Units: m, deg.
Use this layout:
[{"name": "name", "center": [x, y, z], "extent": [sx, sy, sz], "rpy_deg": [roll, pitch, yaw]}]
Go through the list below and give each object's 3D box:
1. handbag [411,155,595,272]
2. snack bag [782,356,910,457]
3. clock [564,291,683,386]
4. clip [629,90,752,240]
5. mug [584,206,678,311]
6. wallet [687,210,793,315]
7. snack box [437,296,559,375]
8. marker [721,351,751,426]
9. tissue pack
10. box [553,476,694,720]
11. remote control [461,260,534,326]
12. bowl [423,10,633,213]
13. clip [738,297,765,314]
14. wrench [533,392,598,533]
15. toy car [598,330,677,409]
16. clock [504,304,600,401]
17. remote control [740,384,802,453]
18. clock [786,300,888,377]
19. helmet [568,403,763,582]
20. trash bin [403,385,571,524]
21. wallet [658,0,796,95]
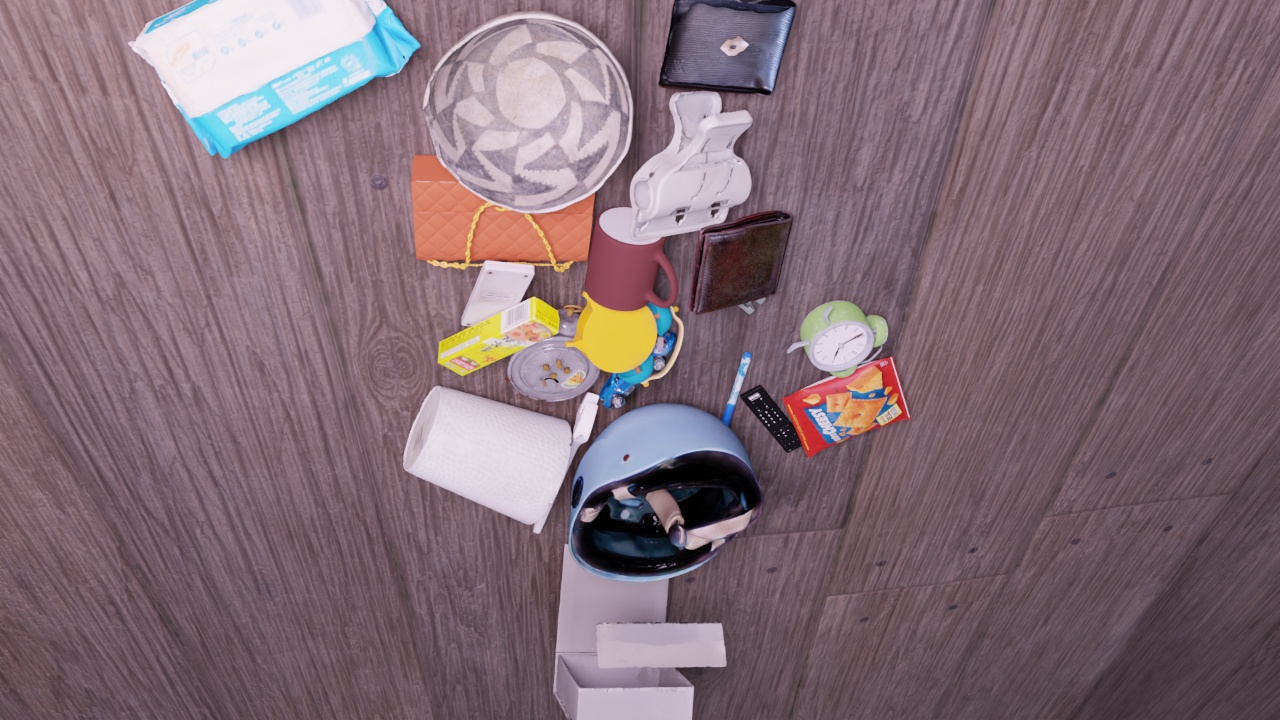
[{"name": "handbag", "center": [-0.136, -0.139, 0.908], "extent": [0.171, 0.060, 0.109], "rpy_deg": [-1, 136, -11]}, {"name": "snack bag", "center": [0.267, 0.060, 1.183], "extent": [0.144, 0.039, 0.131], "rpy_deg": [-22, 133, 9]}, {"name": "clock", "center": [-0.014, -0.027, 1.002], "extent": [0.129, 0.044, 0.099], "rpy_deg": [17, 100, -25]}, {"name": "clip", "center": [0.054, -0.182, 0.881], "extent": [0.124, 0.075, 0.144], "rpy_deg": [-17, 138, -36]}, {"name": "mug", "center": [-0.004, -0.097, 0.944], "extent": [0.073, 0.106, 0.083], "rpy_deg": [-37, 151, -42]}, {"name": "wallet", "center": [0.105, -0.104, 0.976], "extent": [0.119, 0.031, 0.100], "rpy_deg": [-18, 131, -31]}, {"name": "snack box", "center": [-0.156, -0.025, 0.999], "extent": [0.148, 0.028, 0.040], "rpy_deg": [-22, 145, 31]}, {"name": "marker", "center": [0.119, 0.044, 1.158], "extent": [0.013, 0.013, 0.142], "rpy_deg": [2, 132, -13]}, {"name": "tissue pack", "center": [-0.299, -0.259, 0.757], "extent": [0.209, 0.066, 0.117], "rpy_deg": [-22, 132, 8]}, {"name": "box", "center": [-0.033, 0.348, 1.327], "extent": [0.167, 0.379, 0.172], "rpy_deg": [5, 148, -16]}, {"name": "remote control", "center": [-0.152, -0.067, 0.963], "extent": [0.050, 0.011, 0.136], "rpy_deg": [4, 156, -20]}, {"name": "bowl", "center": [-0.097, -0.228, 0.814], "extent": [0.178, 0.081, 0.179], "rpy_deg": [-4, 129, -5]}, {"name": "clip", "center": [0.106, -0.080, 1.033], "extent": [0.076, 0.023, 0.045], "rpy_deg": [26, 121, -33]}, {"name": "wrench", "center": [-0.100, 0.140, 1.176], "extent": [0.018, 0.066, 0.274], "rpy_deg": [19, 132, -7]}, {"name": "toy car", "center": [-0.006, 0.006, 1.073], "extent": [0.043, 0.056, 0.120], "rpy_deg": [39, 113, -9]}, {"name": "clock", "center": [-0.095, -0.010, 1.036], "extent": [0.104, 0.056, 0.148], "rpy_deg": [9, 132, -19]}, {"name": "remote control", "center": [0.175, 0.078, 1.202], "extent": [0.030, 0.009, 0.140], "rpy_deg": [-29, 131, 16]}, {"name": "clock", "center": [0.240, -0.026, 1.095], "extent": [0.119, 0.042, 0.095], "rpy_deg": [24, 125, -29]}, {"name": "helmet", "center": [0.022, 0.161, 1.140], "extent": [0.225, 0.166, 0.266], "rpy_deg": [21, 124, -24]}, {"name": "trash bin", "center": [-0.183, 0.106, 1.082], "extent": [0.161, 0.133, 0.134], "rpy_deg": [23, 124, -23]}, {"name": "wallet", "center": [0.077, -0.287, 0.831], "extent": [0.115, 0.026, 0.089], "rpy_deg": [1, 133, -13]}]
